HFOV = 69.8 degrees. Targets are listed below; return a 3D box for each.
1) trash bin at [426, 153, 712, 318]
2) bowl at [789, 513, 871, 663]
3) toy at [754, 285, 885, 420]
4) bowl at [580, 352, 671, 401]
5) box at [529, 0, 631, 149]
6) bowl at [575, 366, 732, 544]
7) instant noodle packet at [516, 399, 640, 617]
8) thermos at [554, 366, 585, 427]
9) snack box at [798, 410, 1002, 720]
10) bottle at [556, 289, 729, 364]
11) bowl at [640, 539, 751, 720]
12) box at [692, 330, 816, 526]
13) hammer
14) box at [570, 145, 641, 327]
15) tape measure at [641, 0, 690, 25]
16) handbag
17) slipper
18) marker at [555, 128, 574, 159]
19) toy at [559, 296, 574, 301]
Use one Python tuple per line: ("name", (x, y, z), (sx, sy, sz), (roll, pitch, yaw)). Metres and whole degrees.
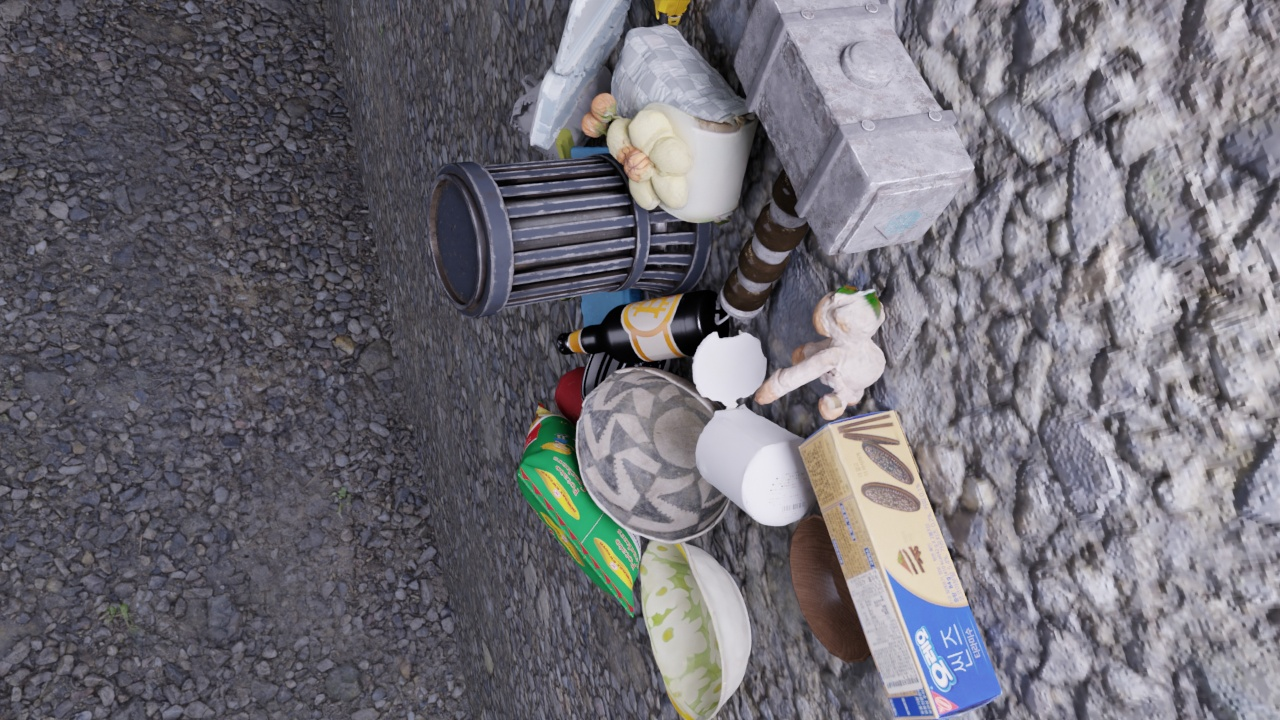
("trash bin", (-0.072, -0.125, 0.873), (0.164, 0.227, 0.164), (28, 124, 52))
("bowl", (0.163, 0.177, 0.727), (0.118, 0.030, 0.118), (170, 90, -67))
("toy", (0.137, -0.009, 0.657), (0.074, 0.085, 0.106), (41, 130, 25))
("bowl", (-0.006, 0.006, 0.991), (0.120, 0.066, 0.120), (-50, 24, 32))
("box", (-0.042, -0.318, 0.858), (0.189, 0.037, 0.208), (114, -179, -58))
("bowl", (0.028, 0.085, 0.912), (0.179, 0.081, 0.178), (10, 110, 30))
("instant noodle packet", (-0.068, 0.157, 1.046), (0.195, 0.090, 0.252), (54, -173, -13))
("thermos", (-0.029, 0.071, 1.079), (0.240, 0.073, 0.073), (-148, 52, -60))
("snack box", (0.179, 0.142, 0.644), (0.056, 0.057, 0.206), (125, 131, -64))
("bottle", (-0.006, -0.027, 0.892), (0.182, 0.059, 0.059), (-8, 92, 34))
("bowl", (0.063, 0.272, 0.962), (0.188, 0.060, 0.219), (-150, 53, -61))
("box", (0.097, 0.055, 0.772), (0.106, 0.080, 0.150), (-152, 51, -63))
("hammer", (0.110, -0.106, 0.692), (0.327, 0.079, 0.176), (112, 142, -60))
("box", (-0.030, -0.130, 1.057), (0.093, 0.052, 0.232), (14, 113, 48))
("tape measure", (0.025, -0.346, 0.830), (0.065, 0.037, 0.064), (61, 151, 34))
("handbag", (0.018, -0.206, 0.793), (0.171, 0.123, 0.113), (57, 155, 32))
("slipper", (-0.097, -0.299, 1.092), (0.112, 0.074, 0.247), (52, 163, -13))
("marker", (-0.081, -0.226, 1.092), (0.017, 0.021, 0.124), (30, 160, 21))
("toy", (-0.080, -0.134, 1.141), (0.092, 0.046, 0.115), (-15, 69, 62))
